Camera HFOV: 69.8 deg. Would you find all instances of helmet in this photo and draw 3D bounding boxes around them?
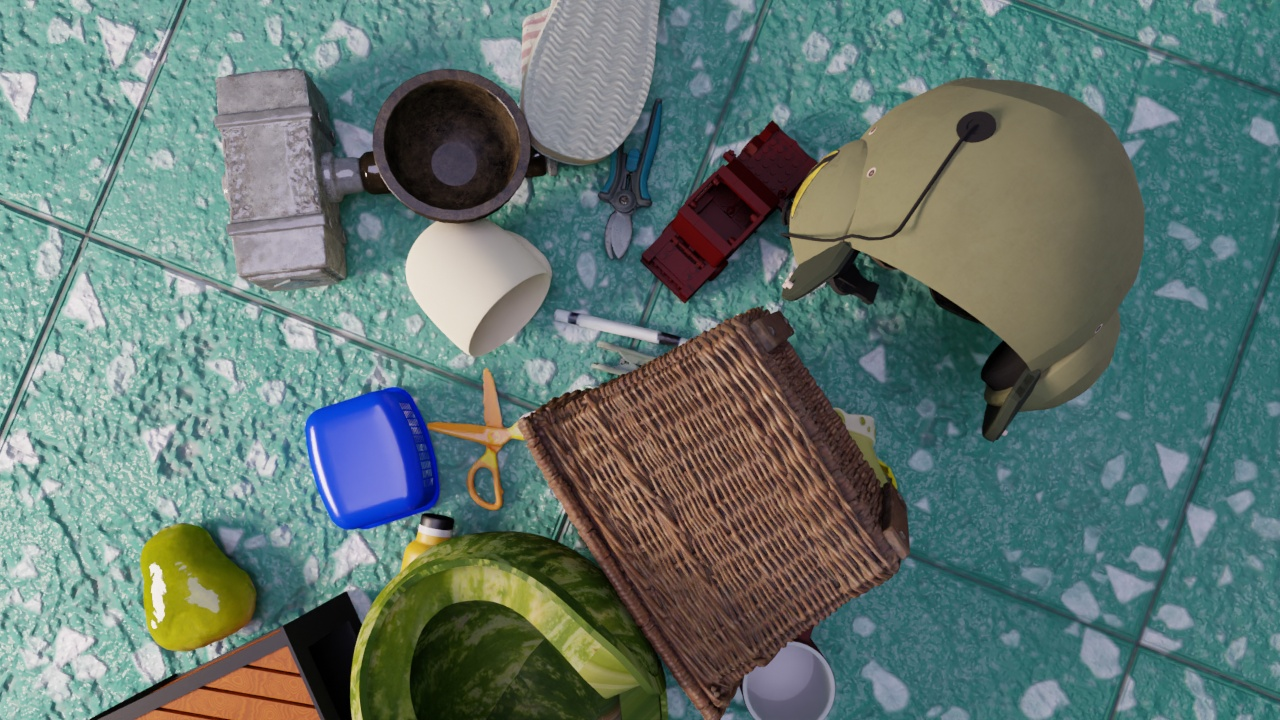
[{"bbox_3d":[0.241,-0.088,0.678,0.250,0.255,0.233,35,91,1],"label":"helmet"},{"bbox_3d":[-0.094,0.244,0.685,0.213,0.247,0.243,-44,58,-12],"label":"helmet"}]

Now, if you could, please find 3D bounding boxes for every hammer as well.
[{"bbox_3d":[-0.192,-0.167,0.798,0.326,0.079,0.177,-7,86,-5],"label":"hammer"}]

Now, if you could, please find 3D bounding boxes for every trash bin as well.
[{"bbox_3d":[-0.307,0.298,0.734,0.172,0.140,0.139,-26,86,-1],"label":"trash bin"}]

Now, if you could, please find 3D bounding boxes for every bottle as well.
[{"bbox_3d":[-0.188,0.204,0.786,0.043,0.043,0.143,11,87,2],"label":"bottle"}]

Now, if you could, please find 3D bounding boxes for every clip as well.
[{"bbox_3d":[-0.004,0.004,0.805,0.076,0.023,0.044,15,85,0],"label":"clip"}]

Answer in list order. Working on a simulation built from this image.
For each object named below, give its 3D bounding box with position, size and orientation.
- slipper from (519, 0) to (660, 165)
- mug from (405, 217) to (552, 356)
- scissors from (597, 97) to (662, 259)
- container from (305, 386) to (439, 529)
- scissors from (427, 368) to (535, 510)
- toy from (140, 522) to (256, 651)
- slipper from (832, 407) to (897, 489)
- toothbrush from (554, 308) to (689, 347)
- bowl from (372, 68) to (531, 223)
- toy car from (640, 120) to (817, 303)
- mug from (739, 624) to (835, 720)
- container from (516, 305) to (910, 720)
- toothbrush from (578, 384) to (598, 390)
[{"bbox_3d":[-0.043,-0.285,0.796,0.115,0.052,0.262,17,72,-14],"label":"slipper"},{"bbox_3d":[-0.136,-0.077,0.782,0.100,0.096,0.119,43,50,11],"label":"mug"},{"bbox_3d":[-0.005,-0.167,0.817,0.146,0.019,0.133,-33,86,-2],"label":"scissors"},{"bbox_3d":[-0.232,0.085,0.786,0.096,0.058,0.114,-18,86,0],"label":"container"},{"bbox_3d":[-0.123,0.068,0.809,0.131,0.011,0.125,-8,88,-1],"label":"scissors"},{"bbox_3d":[-0.384,0.191,0.787,0.090,0.051,0.110,-24,84,-3],"label":"toy"},{"bbox_3d":[0.158,0.077,0.776,0.081,0.092,0.190,-36,91,-33],"label":"slipper"},{"bbox_3d":[0.015,-0.022,0.809,0.187,0.017,0.012,13,60,2],"label":"toothbrush"},{"bbox_3d":[-0.151,-0.166,0.742,0.121,0.056,0.121,1,85,-10],"label":"bowl"},{"bbox_3d":[0.078,-0.132,0.791,0.070,0.062,0.170,44,88,3],"label":"toy car"},{"bbox_3d":[0.122,0.243,0.757,0.073,0.082,0.105,20,87,2],"label":"mug"},{"bbox_3d":[0.067,0.089,0.673,0.183,0.162,0.250,-34,87,16],"label":"container"},{"bbox_3d":[0.021,0.041,0.806,0.155,0.015,0.022,12,57,3],"label":"toothbrush"}]
